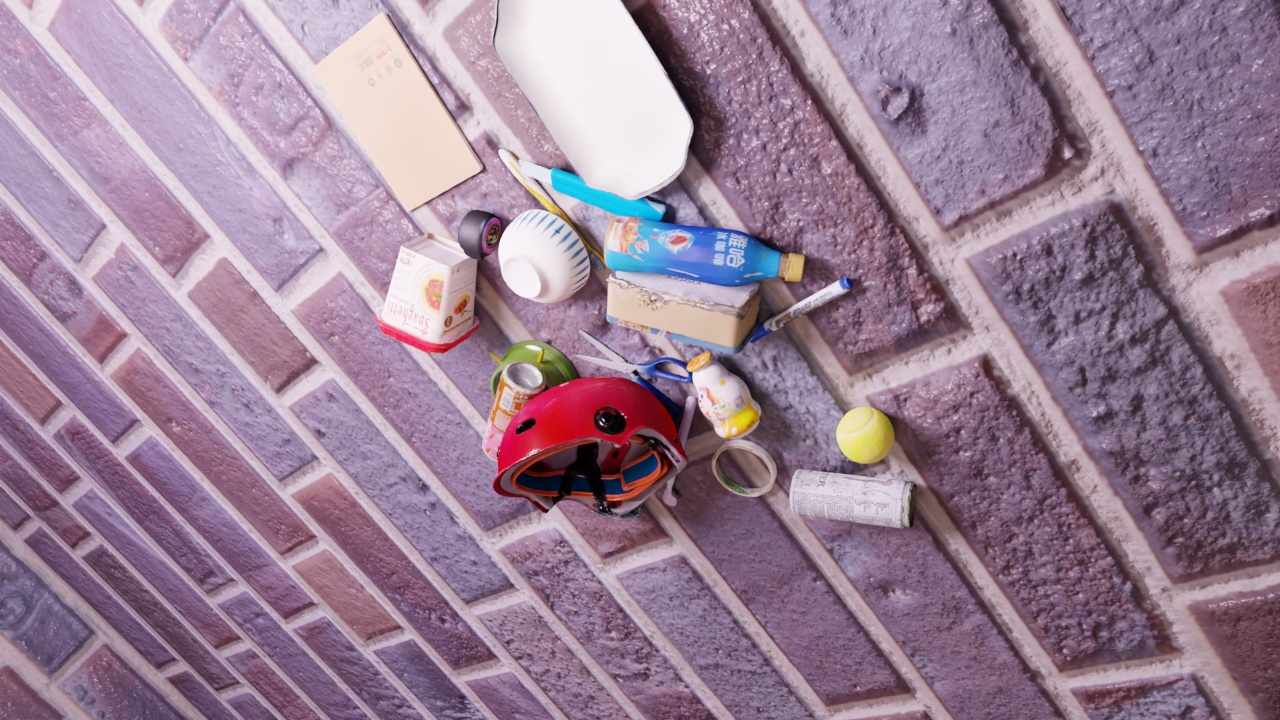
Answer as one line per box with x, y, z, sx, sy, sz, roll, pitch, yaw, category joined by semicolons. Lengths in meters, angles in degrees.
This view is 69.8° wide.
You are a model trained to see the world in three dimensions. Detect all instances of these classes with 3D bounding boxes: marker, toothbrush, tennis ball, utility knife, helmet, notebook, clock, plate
0.178;-0.056;1.042;0.146;0.016;0.017;-30;105;39;marker
0.054;0.122;1.231;0.029;0.021;0.190;45;139;37;toothbrush
0.262;0.087;1.068;0.065;0.065;0.066;14;127;18;tennis ball
-0.058;-0.196;1.063;0.188;0.018;0.034;22;132;10;utility knife
-0.071;0.095;1.151;0.239;0.143;0.208;9;144;-29;helmet
-0.299;-0.297;1.125;0.148;0.008;0.208;-19;112;36;notebook
-0.143;0.049;1.256;0.116;0.056;0.161;-1;122;29;clock
-0.046;-0.299;0.976;0.162;0.034;0.266;-24;109;37;plate
-0.105;-0.178;1.101;0.016;0.018;0.191;-33;104;37;toothbrush

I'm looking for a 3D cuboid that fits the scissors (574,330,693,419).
-0.006;0.019;1.194;0.164;0.012;0.161;-7;118;33;scissors

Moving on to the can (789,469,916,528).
0.261;0.170;1.131;0.147;0.058;0.058;3;123;25;can

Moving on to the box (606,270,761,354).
0.055;-0.066;1.052;0.184;0.089;0.061;18;125;20;box

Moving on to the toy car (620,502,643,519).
-0.036;0.181;1.309;0.049;0.031;0.105;-28;105;39;toy car

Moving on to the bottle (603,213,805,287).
0.071;-0.117;1.017;0.219;0.065;0.065;10;127;9;bottle

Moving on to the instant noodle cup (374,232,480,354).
-0.271;-0.090;1.195;0.116;0.116;0.124;22;118;12;instant noodle cup

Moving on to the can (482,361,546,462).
-0.168;0.069;1.206;0.058;0.057;0.148;29;131;6;can

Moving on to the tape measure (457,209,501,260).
-0.201;-0.158;1.140;0.039;0.056;0.058;19;137;16;tape measure

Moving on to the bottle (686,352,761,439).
0.099;0.042;1.122;0.063;0.063;0.108;-22;110;37;bottle

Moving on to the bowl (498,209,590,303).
-0.126;-0.117;1.111;0.116;0.066;0.117;22;137;22;bowl

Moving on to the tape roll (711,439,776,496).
0.136;0.142;1.205;0.086;0.013;0.086;14;127;19;tape roll
